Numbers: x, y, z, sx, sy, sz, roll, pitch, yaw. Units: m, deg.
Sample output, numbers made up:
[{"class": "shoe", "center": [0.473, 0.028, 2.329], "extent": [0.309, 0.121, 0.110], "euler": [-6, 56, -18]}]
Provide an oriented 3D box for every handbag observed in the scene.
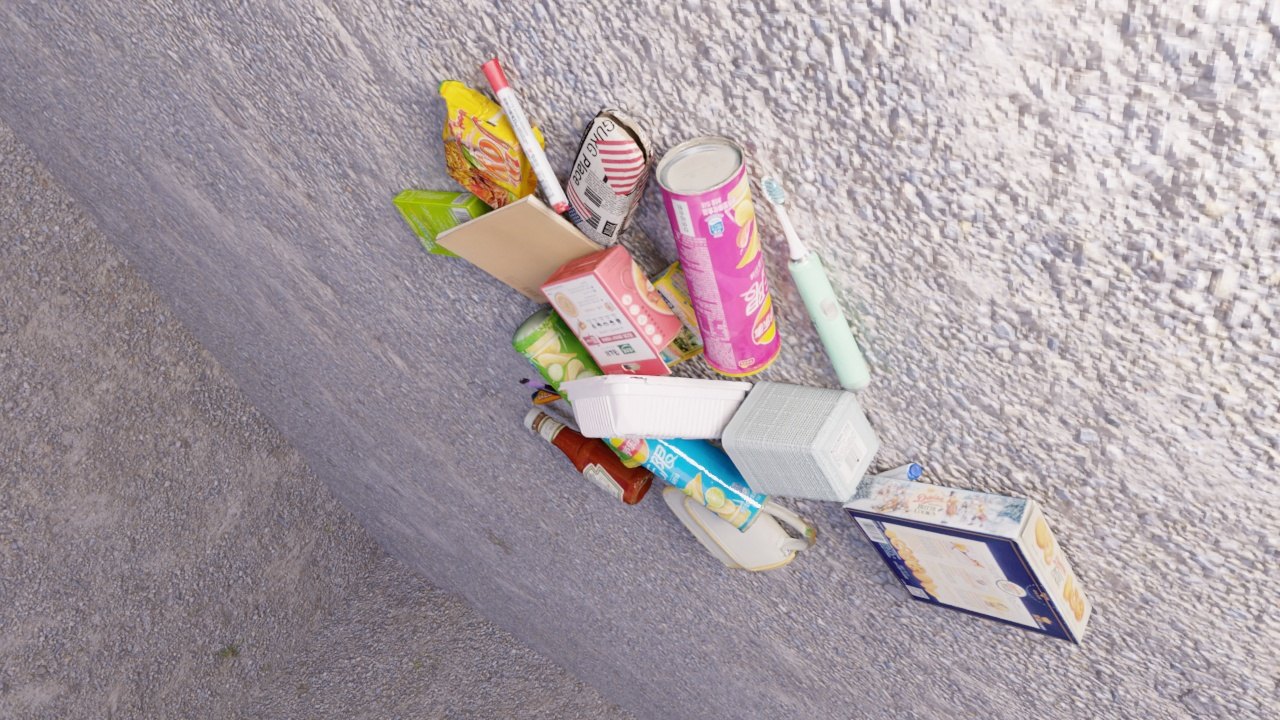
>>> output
[{"class": "handbag", "center": [0.130, 0.200, 1.151], "extent": [0.163, 0.063, 0.179], "euler": [49, 149, -22]}]

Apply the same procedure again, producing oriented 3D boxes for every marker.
[{"class": "marker", "center": [-0.102, -0.199, 0.823], "extent": [0.017, 0.017, 0.145], "euler": [-9, 111, 58]}, {"class": "marker", "center": [0.237, 0.124, 0.931], "extent": [0.017, 0.016, 0.146], "euler": [42, 154, -4]}]

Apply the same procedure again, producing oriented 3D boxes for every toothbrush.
[{"class": "toothbrush", "center": [0.144, -0.059, 0.753], "extent": [0.224, 0.026, 0.027], "euler": [58, 170, -33]}, {"class": "toothbrush", "center": [-0.101, 0.038, 1.149], "extent": [0.016, 0.014, 0.189], "euler": [58, -165, 23]}]

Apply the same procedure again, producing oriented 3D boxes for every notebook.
[{"class": "notebook", "center": [-0.112, -0.109, 0.974], "extent": [0.149, 0.012, 0.212], "euler": [32, 159, -30]}]

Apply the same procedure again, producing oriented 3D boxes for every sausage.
[{"class": "sausage", "center": [-0.116, 0.044, 1.264], "extent": [0.021, 0.021, 0.165], "euler": [46, 153, -13]}]

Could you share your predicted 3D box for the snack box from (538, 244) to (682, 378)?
[{"class": "snack box", "center": [-0.024, -0.044, 0.905], "extent": [0.127, 0.044, 0.113], "euler": [53, 151, -19]}]

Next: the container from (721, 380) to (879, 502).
[{"class": "container", "center": [0.157, 0.078, 0.885], "extent": [0.112, 0.090, 0.090], "euler": [1, 135, 48]}]

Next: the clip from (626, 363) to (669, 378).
[{"class": "clip", "center": [-0.010, 0.006, 1.054], "extent": [0.094, 0.034, 0.102], "euler": [1, 142, 47]}]

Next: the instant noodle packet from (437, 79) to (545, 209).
[{"class": "instant noodle packet", "center": [-0.146, -0.202, 0.892], "extent": [0.111, 0.044, 0.129], "euler": [32, 153, 7]}]

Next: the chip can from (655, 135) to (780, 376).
[{"class": "chip can", "center": [0.070, -0.080, 0.767], "extent": [0.071, 0.071, 0.211], "euler": [22, 148, 33]}]

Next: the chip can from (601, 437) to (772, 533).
[{"class": "chip can", "center": [0.048, 0.110, 1.048], "extent": [0.210, 0.071, 0.071], "euler": [34, 154, 1]}]

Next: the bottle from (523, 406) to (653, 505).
[{"class": "bottle", "center": [-0.078, 0.130, 1.308], "extent": [0.206, 0.059, 0.060], "euler": [31, 153, 19]}]

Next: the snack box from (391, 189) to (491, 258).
[{"class": "snack box", "center": [-0.220, -0.158, 1.076], "extent": [0.157, 0.026, 0.086], "euler": [12, 143, 43]}]

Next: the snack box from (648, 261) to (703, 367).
[{"class": "snack box", "center": [0.028, -0.041, 0.929], "extent": [0.087, 0.033, 0.141], "euler": [45, 155, -10]}]

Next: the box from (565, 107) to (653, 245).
[{"class": "box", "center": [-0.026, -0.161, 0.807], "extent": [0.071, 0.059, 0.165], "euler": [60, 157, 11]}]

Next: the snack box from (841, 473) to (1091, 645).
[{"class": "snack box", "center": [0.313, 0.188, 0.882], "extent": [0.183, 0.045, 0.178], "euler": [3, 141, 48]}]

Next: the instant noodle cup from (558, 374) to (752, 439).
[{"class": "instant noodle cup", "center": [0.016, 0.051, 0.947], "extent": [0.173, 0.060, 0.138], "euler": [3, 174, -30]}]

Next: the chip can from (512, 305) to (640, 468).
[{"class": "chip can", "center": [-0.062, 0.031, 1.114], "extent": [0.221, 0.072, 0.073], "euler": [49, 153, -16]}]
